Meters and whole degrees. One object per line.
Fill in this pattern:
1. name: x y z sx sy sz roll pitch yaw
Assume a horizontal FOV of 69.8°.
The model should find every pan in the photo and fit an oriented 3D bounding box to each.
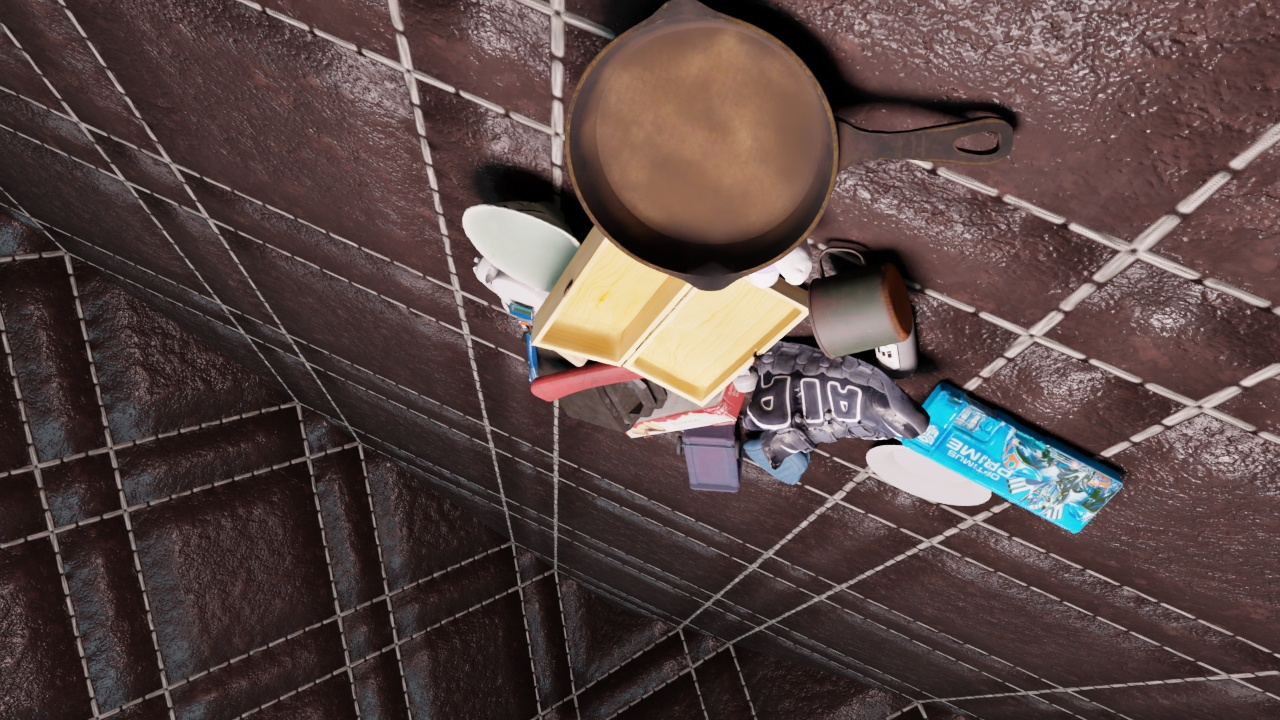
1. pan: 0.114 -0.178 0.755 0.356 0.043 0.249 1 123 16

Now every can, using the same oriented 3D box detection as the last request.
1. can: 0.278 -0.022 1.002 0.044 0.044 0.107 14 155 27

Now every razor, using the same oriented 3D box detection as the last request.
1. razor: -0.157 -0.020 1.302 0.044 0.018 0.141 19 134 27

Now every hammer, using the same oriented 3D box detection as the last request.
1. hammer: -0.007 0.007 1.228 0.316 0.036 0.126 -11 125 23

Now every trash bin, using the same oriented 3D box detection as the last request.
1. trash bin: 0.115 0.142 1.447 0.094 0.092 0.161 2 145 11

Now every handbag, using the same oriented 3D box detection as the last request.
1. handbag: -0.047 0.013 1.349 0.200 0.102 0.197 20 150 36

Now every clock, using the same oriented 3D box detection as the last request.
1. clock: -0.165 -0.108 1.275 0.159 0.061 0.120 15 155 37

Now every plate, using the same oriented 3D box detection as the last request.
1. plate: 0.405 0.154 1.289 0.173 0.019 0.173 22 158 9

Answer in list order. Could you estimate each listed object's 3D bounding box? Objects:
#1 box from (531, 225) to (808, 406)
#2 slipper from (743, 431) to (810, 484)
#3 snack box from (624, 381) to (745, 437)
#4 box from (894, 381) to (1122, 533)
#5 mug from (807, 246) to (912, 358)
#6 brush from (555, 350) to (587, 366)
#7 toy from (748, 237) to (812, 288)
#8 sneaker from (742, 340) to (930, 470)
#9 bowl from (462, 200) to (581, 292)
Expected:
1. box: 0.028 -0.056 1.075 0.257 0.076 0.248 26 143 -14
2. slipper: 0.214 0.141 1.418 0.104 0.059 0.214 33 171 8
3. snack box: 0.059 0.066 1.379 0.044 0.076 0.274 33 154 -24
4. box: 0.430 0.134 1.124 0.243 0.075 0.167 27 150 -2
5. mug: 0.218 -0.064 0.921 0.081 0.084 0.111 -13 98 31
6. brush: -0.064 -0.050 1.206 0.049 0.117 0.039 36 176 -22
7. toy: 0.068 -0.141 0.901 0.209 0.085 0.138 25 177 -14
8. sneaker: 0.209 0.071 1.083 0.097 0.150 0.253 36 171 -35
9. bowl: -0.122 -0.154 1.106 0.174 0.067 0.174 21 156 10
